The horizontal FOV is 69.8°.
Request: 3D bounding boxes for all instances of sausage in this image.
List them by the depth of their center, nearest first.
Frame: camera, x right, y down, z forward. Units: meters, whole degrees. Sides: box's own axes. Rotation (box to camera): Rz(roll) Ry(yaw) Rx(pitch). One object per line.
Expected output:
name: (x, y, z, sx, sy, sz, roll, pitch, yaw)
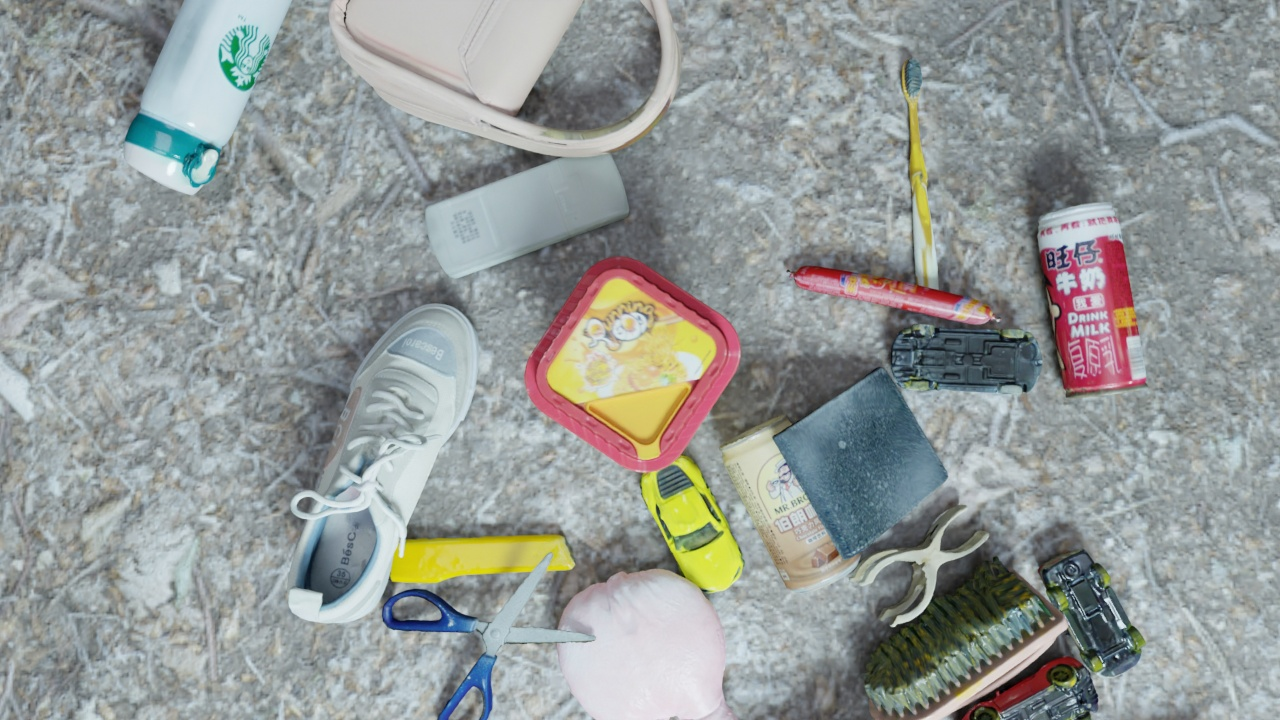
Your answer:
sausage: (0.183, -0.049, 0.667, 0.156, 0.020, 0.020, 13, 88, 10)

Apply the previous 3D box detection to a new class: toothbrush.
toothbrush: (0.207, -0.130, 0.676, 0.016, 0.018, 0.191, -4, 88, 4)

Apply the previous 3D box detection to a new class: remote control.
remote control: (-0.085, -0.111, 0.688, 0.150, 0.021, 0.058, -19, 86, 2)

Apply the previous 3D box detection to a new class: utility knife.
utility knife: (-0.125, 0.148, 0.683, 0.154, 0.015, 0.033, -2, 88, 2)

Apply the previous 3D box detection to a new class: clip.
clip: (0.207, 0.158, 0.660, 0.104, 0.035, 0.084, -18, 84, -6)

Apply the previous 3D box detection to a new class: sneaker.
sneaker: (-0.187, 0.067, 0.644, 0.089, 0.091, 0.242, 19, 80, 3)

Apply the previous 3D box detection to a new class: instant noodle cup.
instant noodle cup: (-0.004, 0.004, 0.629, 0.116, 0.123, 0.116, 33, 90, 3)

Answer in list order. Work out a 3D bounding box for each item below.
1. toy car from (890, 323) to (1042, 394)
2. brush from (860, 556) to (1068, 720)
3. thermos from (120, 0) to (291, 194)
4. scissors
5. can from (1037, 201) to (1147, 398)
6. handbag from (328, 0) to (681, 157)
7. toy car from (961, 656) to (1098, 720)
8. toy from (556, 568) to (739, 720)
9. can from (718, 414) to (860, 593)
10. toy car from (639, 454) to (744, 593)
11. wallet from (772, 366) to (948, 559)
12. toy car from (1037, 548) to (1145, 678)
toy car: (0.234, 0.000, 0.664, 0.105, 0.031, 0.049, 3, 90, 3)
brush: (0.224, 0.210, 0.645, 0.145, 0.063, 0.073, -39, 117, 2)
thermos: (-0.310, -0.233, 0.680, 0.073, 0.073, 0.224, 24, 89, 3)
scissors: (-0.115, 0.203, 0.664, 0.162, 0.012, 0.175, 20, 102, 16)
can: (0.319, -0.042, 0.651, 0.053, 0.053, 0.132, -9, 88, 2)
handbag: (-0.081, -0.244, 0.662, 0.234, 0.093, 0.193, 30, 89, 0)
toy car: (0.271, 0.250, 0.649, 0.106, 0.031, 0.049, -30, 112, -2)
toy: (0.009, 0.228, 0.653, 0.121, 0.054, 0.159, -24, 81, 8)
can: (0.106, 0.101, 0.652, 0.058, 0.058, 0.116, -27, 87, 1)
toy car: (0.038, 0.120, 0.669, 0.048, 0.032, 0.105, -27, 89, 1)
wallet: (0.158, 0.068, 0.644, 0.120, 0.019, 0.097, -28, 87, -32)
toy car: (0.319, 0.180, 0.652, 0.042, 0.035, 0.090, -29, 87, 3)
